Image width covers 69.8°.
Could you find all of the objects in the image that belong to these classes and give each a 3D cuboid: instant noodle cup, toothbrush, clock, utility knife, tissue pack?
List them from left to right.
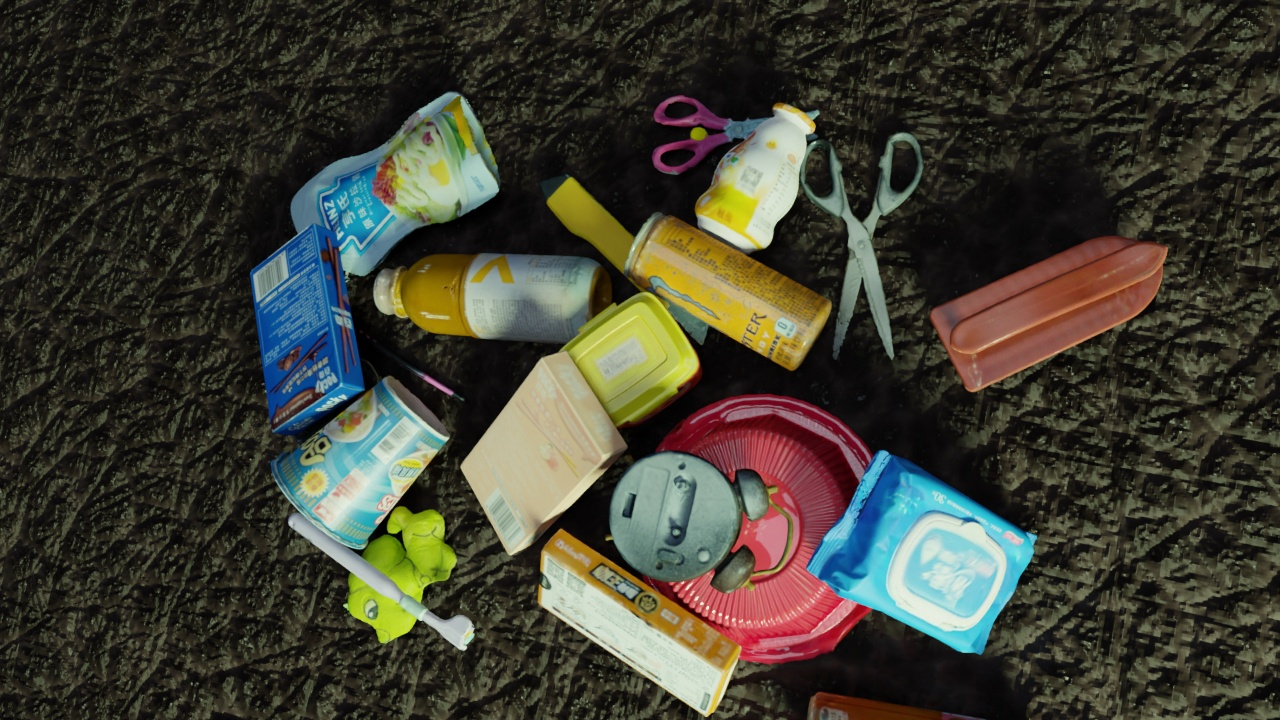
[{"bbox_3d":[-0.213,0.074,0.721,0.110,0.099,0.099,-45,73,-2],"label":"instant noodle cup"},{"bbox_3d":[-0.204,0.164,0.706,0.189,0.021,0.029,26,114,23],"label":"toothbrush"},{"bbox_3d":[-0.219,-0.013,0.775,0.189,0.014,0.017,29,78,17],"label":"toothbrush"},{"bbox_3d":[-0.012,-0.082,0.724,0.033,0.015,0.193,-45,73,5],"label":"utility knife"},{"bbox_3d":[0.037,0.103,0.592,0.122,0.055,0.082,12,84,17],"label":"clock"},{"bbox_3d":[0.080,0.116,0.642,0.194,0.066,0.193,-2,81,15],"label":"instant noodle cup"},{"bbox_3d":[0.186,0.126,0.583,0.157,0.052,0.095,29,90,-22],"label":"tissue pack"}]

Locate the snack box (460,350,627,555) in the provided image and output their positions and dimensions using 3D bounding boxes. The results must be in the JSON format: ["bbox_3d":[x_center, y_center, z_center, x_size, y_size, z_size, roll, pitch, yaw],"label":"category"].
[{"bbox_3d":[-0.076,0.071,0.668,0.084,0.026,0.158,57,134,16],"label":"snack box"}]

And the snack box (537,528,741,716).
[{"bbox_3d":[-0.005,0.186,0.651,0.154,0.075,0.026,29,50,18],"label":"snack box"}]

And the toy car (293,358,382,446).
[{"bbox_3d":[-0.251,0.037,0.763,0.090,0.035,0.042,-42,74,8],"label":"toy car"}]

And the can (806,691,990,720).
[{"bbox_3d":[0.182,0.255,0.593,0.147,0.058,0.058,4,82,16],"label":"can"}]

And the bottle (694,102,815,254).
[{"bbox_3d":[0.088,-0.135,0.678,0.063,0.063,0.108,31,91,18],"label":"bottle"}]

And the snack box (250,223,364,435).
[{"bbox_3d":[-0.274,-0.026,0.749,0.085,0.026,0.157,-30,63,23],"label":"snack box"}]

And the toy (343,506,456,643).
[{"bbox_3d":[-0.192,0.167,0.729,0.100,0.031,0.096,-26,70,8],"label":"toy"}]

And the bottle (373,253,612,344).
[{"bbox_3d":[-0.119,-0.050,0.722,0.190,0.068,0.068,4,82,16],"label":"bottle"}]

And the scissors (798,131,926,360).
[{"bbox_3d":[0.163,-0.093,0.680,0.159,0.014,0.170,-47,74,7],"label":"scissors"}]

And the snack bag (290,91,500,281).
[{"bbox_3d":[-0.214,-0.142,0.782,0.191,0.038,0.110,-27,81,14],"label":"snack bag"}]

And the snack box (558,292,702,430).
[{"bbox_3d":[-0.004,0.004,0.675,0.091,0.080,0.082,-35,75,8],"label":"snack box"}]

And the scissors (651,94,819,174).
[{"bbox_3d":[0.074,-0.189,0.719,0.138,0.017,0.077,-10,70,10],"label":"scissors"}]

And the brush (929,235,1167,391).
[{"bbox_3d":[0.273,-0.037,0.607,0.146,0.069,0.063,-25,76,11],"label":"brush"}]

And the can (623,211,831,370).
[{"bbox_3d":[0.063,-0.051,0.667,0.146,0.058,0.058,30,90,12],"label":"can"}]
